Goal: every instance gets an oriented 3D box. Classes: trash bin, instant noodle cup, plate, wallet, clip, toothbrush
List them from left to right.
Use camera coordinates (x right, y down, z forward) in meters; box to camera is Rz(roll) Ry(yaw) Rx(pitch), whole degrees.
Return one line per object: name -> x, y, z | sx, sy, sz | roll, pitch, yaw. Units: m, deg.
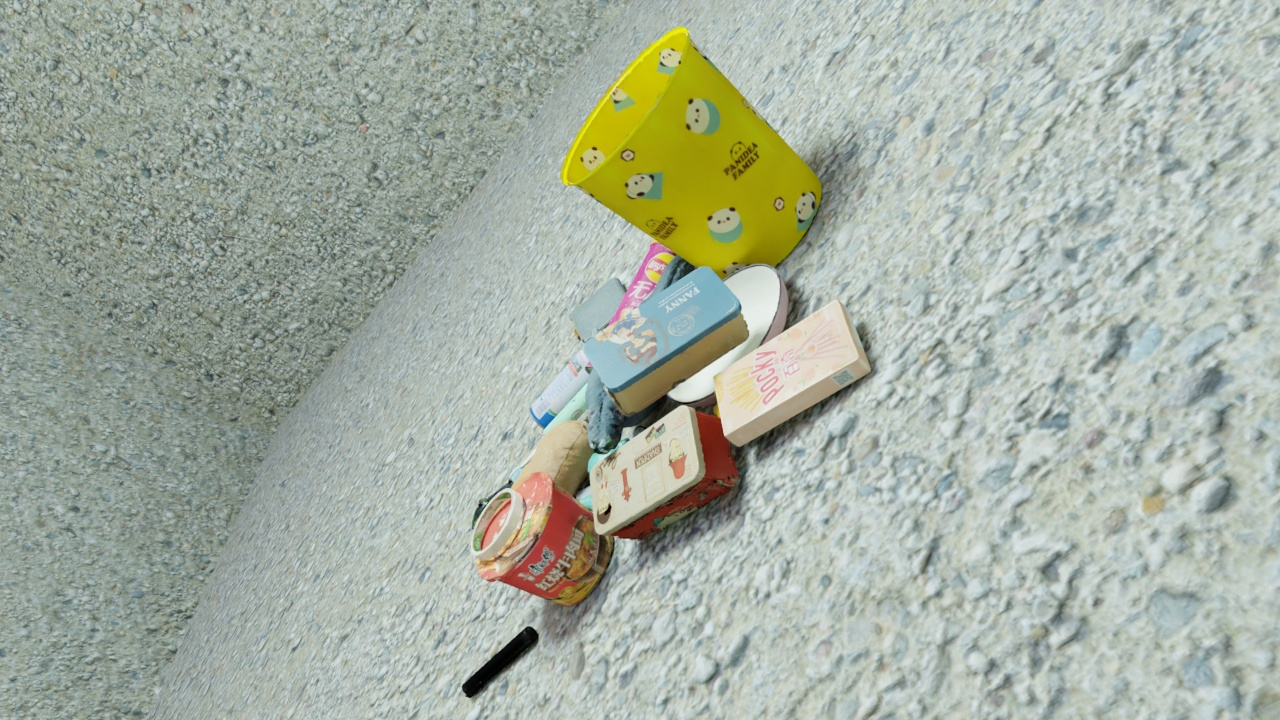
instant noodle cup -> -0.106, 0.212, 1.061 | 0.138, 0.108, 0.137 | -42, 27, 27
toothbrush -> -0.107, 0.085, 1.292 | 0.224, 0.026, 0.027 | -47, 42, -6
clip -> -0.054, 0.162, 1.141 | 0.057, 0.029, 0.024 | -32, 37, 30
wallet -> -0.060, -0.071, 1.441 | 0.106, 0.037, 0.129 | -40, 26, 7
trash bin -> 0.071, -0.236, 1.134 | 0.230, 0.255, 0.229 | -43, 26, 27
plate -> 0.104, -0.023, 1.063 | 0.193, 0.039, 0.192 | -42, 27, 27

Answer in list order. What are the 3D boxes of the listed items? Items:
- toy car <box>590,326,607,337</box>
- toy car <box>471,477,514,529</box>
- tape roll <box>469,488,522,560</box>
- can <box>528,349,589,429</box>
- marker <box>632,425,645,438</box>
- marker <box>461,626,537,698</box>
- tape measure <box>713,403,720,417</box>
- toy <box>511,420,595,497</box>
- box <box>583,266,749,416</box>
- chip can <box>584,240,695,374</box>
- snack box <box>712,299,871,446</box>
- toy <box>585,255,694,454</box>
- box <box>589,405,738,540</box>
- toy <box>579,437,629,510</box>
toy car -> -0.035, -0.038, 1.345 | 0.091, 0.042, 0.034 | -20, 75, 46
toy car -> -0.193, 0.208, 1.309 | 0.121, 0.045, 0.052 | -35, 29, 27
tape roll -> -0.165, 0.187, 1.050 | 0.086, 0.014, 0.085 | -43, 26, 27
can -> -0.103, 0.042, 1.348 | 0.135, 0.053, 0.053 | -48, 24, 16
marker -> -0.004, 0.129, 1.095 | 0.023, 0.018, 0.130 | -14, 41, 20
marker -> -0.169, 0.360, 1.095 | 0.132, 0.020, 0.022 | -45, 24, 23
tape measure -> 0.110, 0.051, 0.966 | 0.057, 0.029, 0.060 | -50, 37, 5
toy -> -0.130, 0.177, 1.196 | 0.226, 0.082, 0.143 | -56, 0, 1
box -> 0.034, -0.024, 0.992 | 0.184, 0.059, 0.089 | -36, 48, -2
chip can -> 0.001, -0.062, 1.270 | 0.071, 0.071, 0.210 | -3, 56, 61
snack box -> 0.146, 0.014, 0.910 | 0.158, 0.026, 0.084 | -33, 40, 24
toy -> -0.007, 0.007, 1.137 | 0.355, 0.091, 0.138 | -65, -1, -46
box -> 0.028, 0.126, 0.970 | 0.169, 0.076, 0.091 | -38, 48, 38
toy -> -0.047, 0.148, 1.112 | 0.097, 0.030, 0.091 | -31, 46, 27
